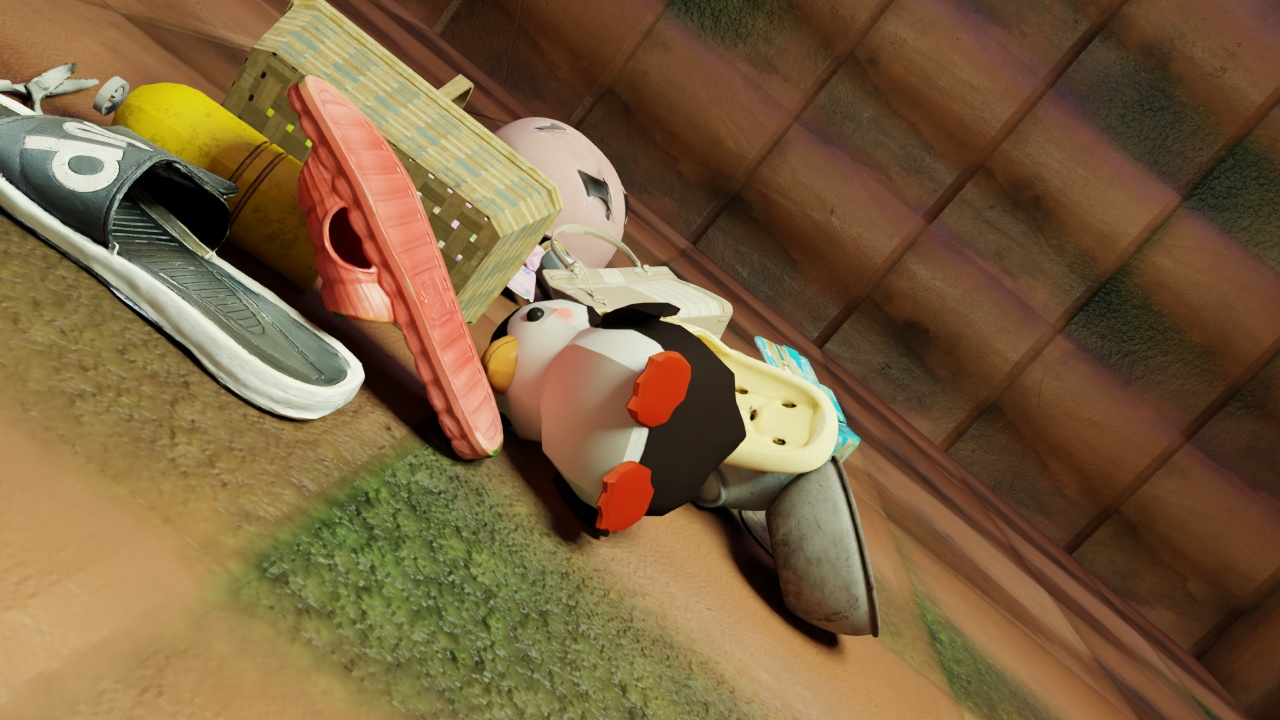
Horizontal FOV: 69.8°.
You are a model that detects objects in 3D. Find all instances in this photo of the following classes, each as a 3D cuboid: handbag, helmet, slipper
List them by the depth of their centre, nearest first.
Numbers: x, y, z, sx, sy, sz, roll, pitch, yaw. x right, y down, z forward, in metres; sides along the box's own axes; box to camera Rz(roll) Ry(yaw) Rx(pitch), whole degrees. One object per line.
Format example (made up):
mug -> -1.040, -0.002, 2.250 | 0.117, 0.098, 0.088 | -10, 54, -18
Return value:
slipper -> -0.252, -0.072, 0.492 | 0.264, 0.063, 0.111 | 42, 12, 0
slipper -> -0.156, -0.047, 0.558 | 0.103, 0.059, 0.249 | -88, 156, -74
slipper -> 0.034, 0.012, 0.726 | 0.261, 0.111, 0.079 | 18, -32, 6
handbag -> -0.028, -0.087, 0.997 | 0.175, 0.062, 0.198 | -7, 44, -36
helmet -> -0.112, -0.246, 1.325 | 0.255, 0.153, 0.229 | 50, 12, 17

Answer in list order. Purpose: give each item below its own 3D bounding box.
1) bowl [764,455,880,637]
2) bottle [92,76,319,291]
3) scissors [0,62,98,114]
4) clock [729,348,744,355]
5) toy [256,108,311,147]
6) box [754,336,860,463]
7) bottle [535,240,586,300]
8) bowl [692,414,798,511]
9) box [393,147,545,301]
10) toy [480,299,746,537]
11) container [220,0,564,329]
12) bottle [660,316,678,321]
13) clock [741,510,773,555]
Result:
bowl -> 0.141, 0.154, 0.738 | 0.145, 0.067, 0.145 | -11, 89, -85
bottle -> -0.268, -0.119, 0.592 | 0.164, 0.071, 0.071 | 36, 13, -16
scissors -> -0.384, -0.172, 0.563 | 0.117, 0.014, 0.161 | 26, 21, -48
clock -> 0.053, 0.031, 0.961 | 0.157, 0.103, 0.061 | 17, 4, 39
toy -> -0.312, -0.192, 0.795 | 0.094, 0.036, 0.093 | 44, 6, -12
box -> 0.187, 0.071, 1.037 | 0.085, 0.170, 0.227 | 8, -4, 28
bottle -> -0.084, -0.093, 1.076 | 0.072, 0.046, 0.161 | 30, 16, -36
bowl -> 0.065, 0.090, 0.798 | 0.137, 0.137, 0.057 | 42, 52, 11
box -> -0.196, -0.145, 0.912 | 0.230, 0.063, 0.160 | 33, 14, -28
toy -> -0.028, 0.022, 0.642 | 0.184, 0.159, 0.140 | 27, 15, 38
container -> -0.195, -0.149, 0.721 | 0.250, 0.158, 0.186 | 37, 24, -10
bottle -> -0.005, 0.005, 0.809 | 0.063, 0.109, 0.063 | 40, 2, -2
clock -> 0.133, 0.141, 0.870 | 0.141, 0.055, 0.092 | 45, 14, 15
